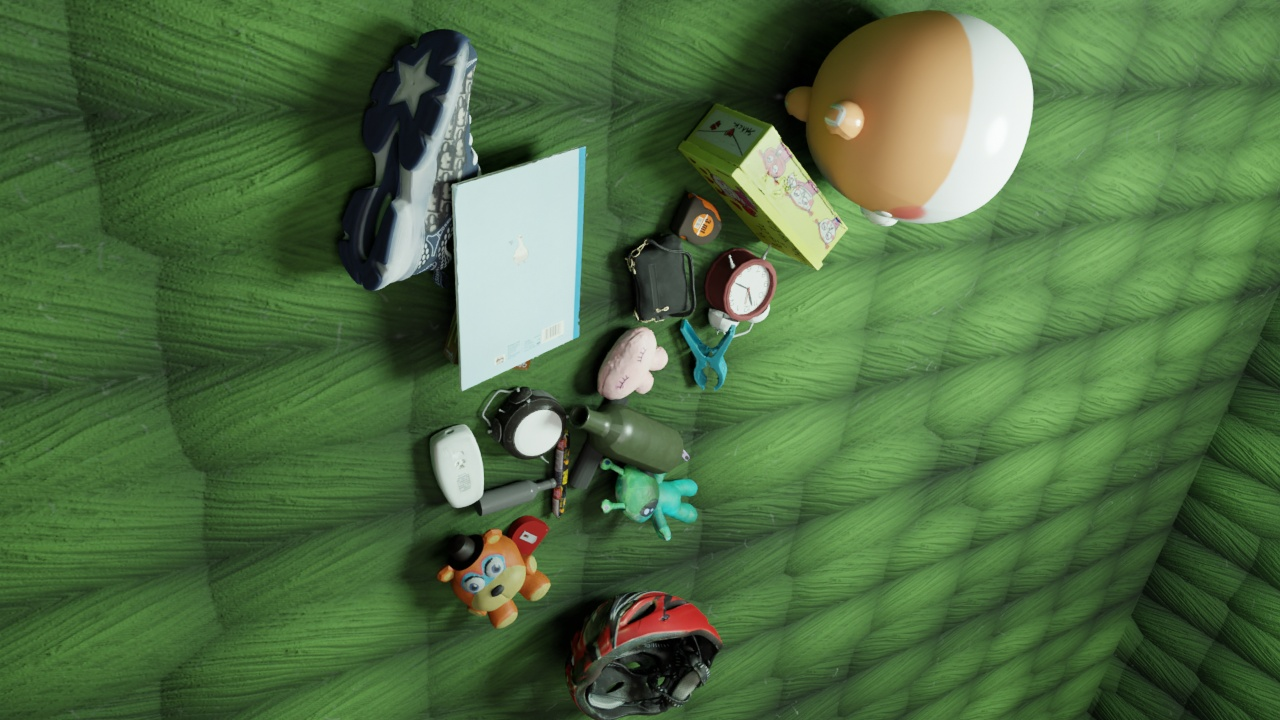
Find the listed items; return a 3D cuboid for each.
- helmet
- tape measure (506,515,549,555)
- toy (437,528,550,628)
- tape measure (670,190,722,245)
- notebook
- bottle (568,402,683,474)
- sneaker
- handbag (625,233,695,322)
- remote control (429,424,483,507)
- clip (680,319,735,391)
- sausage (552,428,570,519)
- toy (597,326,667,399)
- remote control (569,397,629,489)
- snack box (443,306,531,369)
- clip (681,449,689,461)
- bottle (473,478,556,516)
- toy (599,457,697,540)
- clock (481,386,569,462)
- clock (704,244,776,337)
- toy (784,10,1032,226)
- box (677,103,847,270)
[{"bbox_3d":[-0.004,0.448,1.408,0.271,0.167,0.218,18,116,-47],"label":"helmet"},{"bbox_3d":[-0.161,0.246,1.277,0.059,0.019,0.051,-52,133,2],"label":"tape measure"},{"bbox_3d":[-0.201,0.287,1.232,0.112,0.096,0.176,-40,121,-4],"label":"toy"},{"bbox_3d":[0.072,-0.180,1.178,0.058,0.038,0.058,19,104,-27],"label":"tape measure"},{"bbox_3d":[-0.132,-0.101,1.028,0.180,0.009,0.254,-27,136,-38],"label":"notebook"},{"bbox_3d":[-0.022,0.099,1.226,0.071,0.071,0.206,-55,142,5],"label":"bottle"},{"bbox_3d":[-0.208,-0.197,0.942,0.132,0.103,0.270,-1,118,-52],"label":"sneaker"},{"bbox_3d":[0.023,-0.102,1.178,0.079,0.054,0.129,-23,130,-18],"label":"handbag"},{"bbox_3d":[-0.229,0.135,1.155,0.060,0.028,0.114,-24,128,-23],"label":"remote control"},{"bbox_3d":[0.106,-0.005,1.284,0.120,0.103,0.027,86,21,-45],"label":"clip"},{"bbox_3d":[-0.109,0.155,1.259,0.020,0.020,0.155,-11,122,-31],"label":"sausage"},{"bbox_3d":[-0.007,0.007,1.227,0.105,0.053,0.108,15,106,-56],"label":"toy"},{"bbox_3d":[-0.057,0.113,1.274,0.033,0.015,0.147,14,107,-40],"label":"remote control"},{"bbox_3d":[-0.156,-0.082,1.075,0.100,0.031,0.186,5,113,-37],"label":"snack box"},{"bbox_3d":[0.053,0.129,1.365,0.014,0.045,0.051,-42,90,-9],"label":"clip"},{"bbox_3d":[-0.165,0.178,1.226,0.112,0.030,0.030,-14,123,-29],"label":"bottle"},{"bbox_3d":[0.014,0.197,1.345,0.193,0.073,0.130,19,65,-44],"label":"toy"},{"bbox_3d":[-0.142,0.082,1.176,0.122,0.044,0.091,30,97,-43],"label":"clock"},{"bbox_3d":[0.139,-0.094,1.268,0.096,0.048,0.138,-17,124,-27],"label":"clock"},{"bbox_3d":[0.333,-0.298,1.145,0.280,0.262,0.266,2,113,-17],"label":"toy"},{"bbox_3d":[0.159,-0.215,1.162,0.080,0.124,0.221,-50,135,0],"label":"box"}]
